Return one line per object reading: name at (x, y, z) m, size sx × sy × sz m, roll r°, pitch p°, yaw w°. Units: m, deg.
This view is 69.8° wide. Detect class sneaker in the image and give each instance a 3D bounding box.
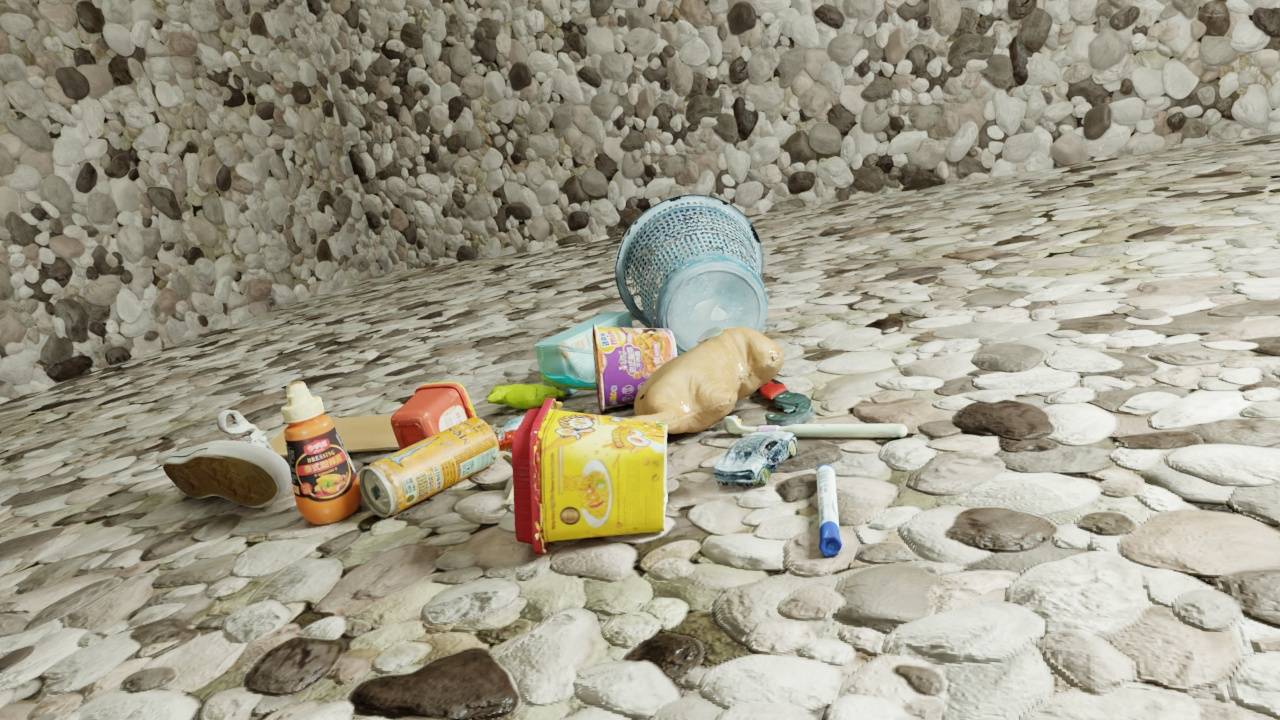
sneaker at (-0.479, 0.116, 1.095) m, size 0.242 × 0.118 × 0.087 m, roll -7°, pitch 34°, yaw 41°

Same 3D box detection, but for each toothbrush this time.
toothbrush at (0.169, 0.066, 0.904) m, size 0.190 × 0.029 × 0.020 m, roll -1°, pitch 59°, yaw 35°

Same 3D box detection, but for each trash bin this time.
trash bin at (0.084, -0.101, 1.302) m, size 0.226 × 0.227 × 0.195 m, roll -12°, pitch 26°, yaw -1°

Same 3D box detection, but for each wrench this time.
wrench at (0.144, 0.032, 1.072) m, size 0.056 × 0.016 × 0.273 m, roll -13°, pitch 14°, yaw -5°

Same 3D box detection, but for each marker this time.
marker at (0.149, 0.115, 0.729) m, size 0.017 × 0.017 × 0.145 m, roll -9°, pitch 14°, yaw 12°

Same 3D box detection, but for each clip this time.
clip at (-0.115, 0.122, 0.915) m, size 0.035 × 0.095 × 0.102 m, roll -11°, pitch -26°, yaw 8°

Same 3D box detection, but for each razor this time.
razor at (-0.069, 0.026, 1.225) m, size 0.132 × 0.028 × 0.043 m, roll 0°, pitch 12°, yaw 4°

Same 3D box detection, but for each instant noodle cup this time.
instant noodle cup at (-0.039, 0.098, 0.784) m, size 0.124 × 0.116 × 0.116 m, roll 1°, pitch 14°, yaw 3°
instant noodle cup at (-0.007, 0.007, 1.134) m, size 0.099 × 0.111 × 0.111 m, roll -3°, pitch 13°, yaw -6°

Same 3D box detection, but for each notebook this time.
notebook at (-0.389, 0.098, 1.227) m, size 0.208 × 0.008 × 0.147 m, roll -4°, pitch 14°, yaw 3°

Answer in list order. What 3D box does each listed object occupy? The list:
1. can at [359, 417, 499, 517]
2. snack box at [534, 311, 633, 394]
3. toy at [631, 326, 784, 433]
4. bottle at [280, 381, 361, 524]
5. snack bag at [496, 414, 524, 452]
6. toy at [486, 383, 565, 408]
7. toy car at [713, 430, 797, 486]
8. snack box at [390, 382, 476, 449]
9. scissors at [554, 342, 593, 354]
can at (-0.221, 0.111, 0.974) m, size 0.058 × 0.058 × 0.145 m, roll 1°, pitch 19°, yaw 43°
snack box at (-0.074, -0.013, 1.315) m, size 0.052 × 0.074 × 0.174 m, roll -1°, pitch 18°, yaw 37°
toy at (0.054, 0.035, 0.999) m, size 0.225 × 0.082 × 0.144 m, roll -35°, pitch 11°, yaw -36°
bottle at (-0.338, 0.093, 0.953) m, size 0.067 × 0.149 × 0.066 m, roll -11°, pitch 14°, yaw 3°
snack bag at (-0.147, 0.084, 1.089) m, size 0.045 × 0.026 × 0.105 m, roll -19°, pitch 12°, yaw 10°
toy at (-0.156, 0.048, 1.230) m, size 0.096 × 0.031 × 0.100 m, roll -10°, pitch 8°, yaw -28°
toy car at (0.107, 0.087, 0.849) m, size 0.049 × 0.031 × 0.105 m, roll -2°, pitch 16°, yaw 34°
snack box at (-0.234, 0.079, 1.056) m, size 0.082 × 0.091 × 0.079 m, roll -5°, pitch 22°, yaw 29°
scissors at (-0.050, -0.009, 1.229) m, size 0.135 × 0.017 × 0.108 m, roll 13°, pitch 10°, yaw 3°
